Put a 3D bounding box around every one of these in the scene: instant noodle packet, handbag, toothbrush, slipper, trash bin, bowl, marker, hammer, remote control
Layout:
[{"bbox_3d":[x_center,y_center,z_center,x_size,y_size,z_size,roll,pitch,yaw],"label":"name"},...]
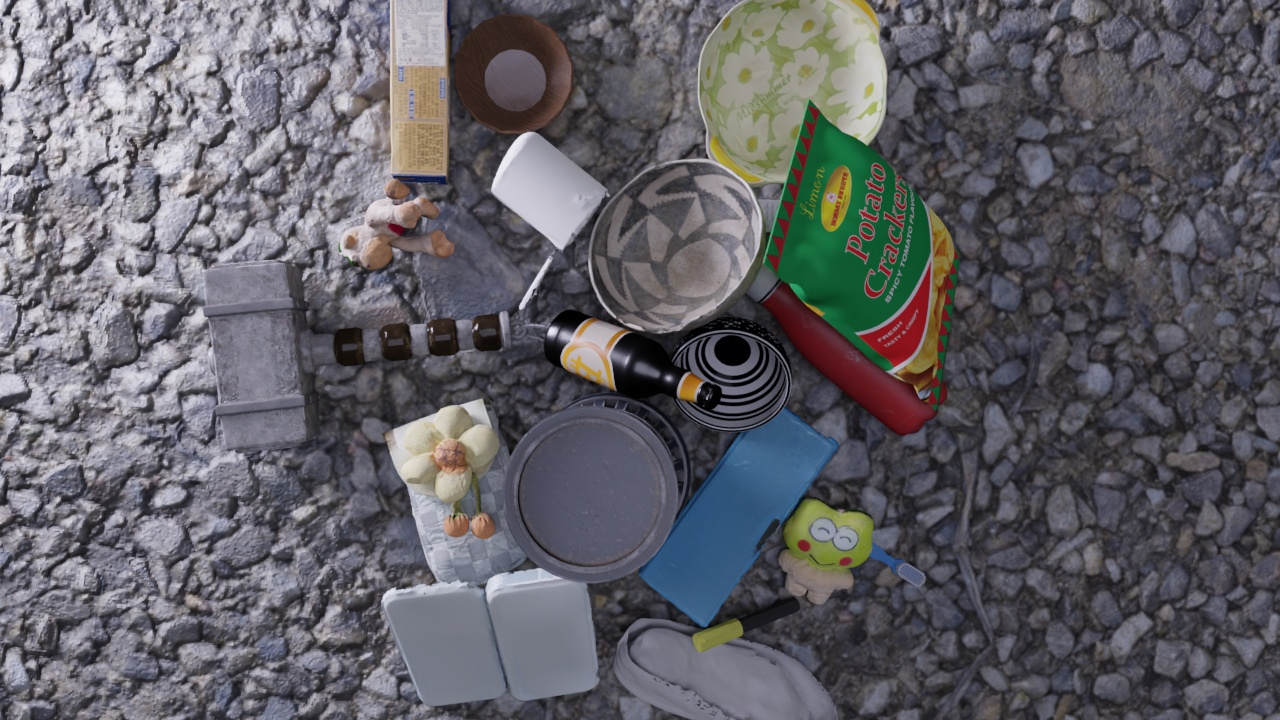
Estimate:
[{"bbox_3d":[0.219,-0.096,0.862,0.252,0.091,0.195,35,57,-28],"label":"instant noodle packet"},{"bbox_3d":[-0.168,0.130,0.879,0.112,0.123,0.171,-19,88,-10],"label":"handbag"},{"bbox_3d":[0.229,0.191,0.966,0.166,0.014,0.016,32,90,-4],"label":"toothbrush"},{"bbox_3d":[0.087,0.338,0.933,0.247,0.075,0.112,22,60,-7],"label":"slipper"},{"bbox_3d":[-0.035,0.110,0.824,0.164,0.227,0.164,0,87,2],"label":"trash bin"},{"bbox_3d":[0.146,-0.267,0.918,0.188,0.060,0.219,38,88,-5],"label":"bowl"},{"bbox_3d":[0.043,-0.101,0.895,0.179,0.081,0.178,-8,70,21],"label":"bowl"},{"bbox_3d":[0.110,0.267,0.936,0.123,0.021,0.017,-13,59,-26],"label":"marker"},{"bbox_3d":[-0.125,-0.280,0.911,0.118,0.030,0.118,0,92,-4],"label":"bowl"},{"bbox_3d":[-0.247,-0.018,0.896,0.326,0.079,0.177,-6,93,-9],"label":"hammer"},{"bbox_3d":[0.090,0.005,0.915,0.120,0.066,0.120,5,124,7],"label":"bowl"},{"bbox_3d":[0.176,-0.147,0.948,0.131,0.012,0.033,1,90,-4],"label":"remote control"}]

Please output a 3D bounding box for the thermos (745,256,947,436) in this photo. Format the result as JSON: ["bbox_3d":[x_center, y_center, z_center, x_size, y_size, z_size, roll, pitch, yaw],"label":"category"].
[{"bbox_3d":[0.198,-0.022,0.925,0.240,0.073,0.073,39,89,-4],"label":"thermos"}]

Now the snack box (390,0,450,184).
[{"bbox_3d":[-0.214,-0.278,0.893,0.056,0.057,0.207,1,92,-8],"label":"snack box"}]

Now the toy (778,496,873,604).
[{"bbox_3d":[0.187,0.198,0.944,0.092,0.046,0.115,17,108,1],"label":"toy"}]

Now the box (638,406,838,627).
[{"bbox_3d":[0.100,0.154,0.947,0.093,0.052,0.231,35,89,11],"label":"box"}]

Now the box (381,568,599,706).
[{"bbox_3d":[-0.136,0.269,0.876,0.188,0.037,0.209,-7,133,-8],"label":"box"}]

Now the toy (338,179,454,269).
[{"bbox_3d":[-0.248,-0.125,0.886,0.106,0.085,0.074,-25,73,6],"label":"toy"}]

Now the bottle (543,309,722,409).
[{"bbox_3d":[-0.005,0.005,0.875,0.182,0.059,0.059,22,91,28],"label":"bottle"}]

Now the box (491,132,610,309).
[{"bbox_3d":[-0.112,-0.136,0.895,0.106,0.080,0.150,36,85,-6],"label":"box"}]
